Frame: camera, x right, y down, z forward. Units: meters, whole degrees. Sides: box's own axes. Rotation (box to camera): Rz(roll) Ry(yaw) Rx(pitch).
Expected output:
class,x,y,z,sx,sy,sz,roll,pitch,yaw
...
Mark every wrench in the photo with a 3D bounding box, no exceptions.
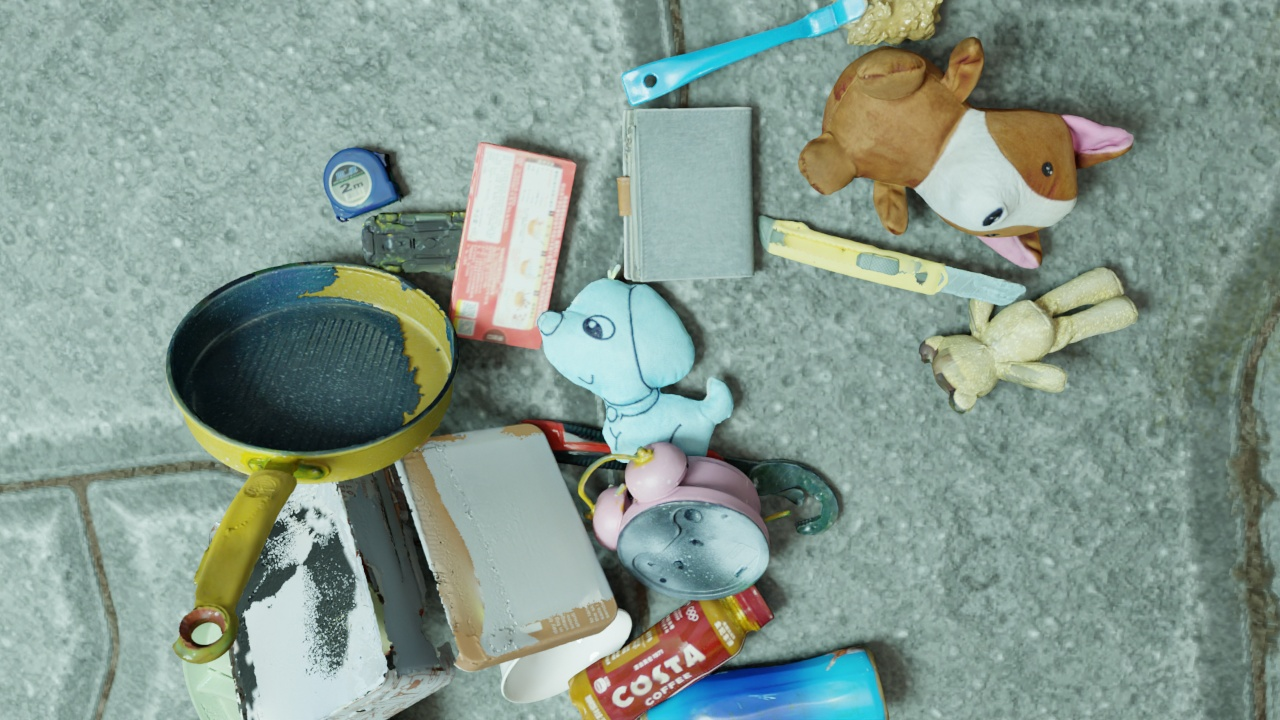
class,x,y,z,sx,sy,sz,roll,pitch,yaw
wrench,0.030,0.089,0.757,0.273,0.016,0.056,14,100,3

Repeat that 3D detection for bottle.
class,x,y,z,sx,sy,sz,roll,pitch,yaw
bottle,0.027,0.241,0.754,0.175,0.057,0.057,-32,95,-2
bottle,0.090,0.287,0.759,0.219,0.065,0.065,-13,98,8

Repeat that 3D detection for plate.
class,x,y,z,sx,sy,sz,roll,pitch,yaw
plate,-0.301,0.303,0.784,0.230,0.027,0.230,11,116,24

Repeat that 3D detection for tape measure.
class,x,y,z,sx,sy,sz,roll,pitch,yaw
tape measure,-0.226,-0.144,0.740,0.058,0.025,0.054,-19,95,5

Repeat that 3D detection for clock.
class,x,y,z,sx,sy,sz,roll,pitch,yaw
clock,0.026,0.122,0.717,0.158,0.059,0.117,26,128,-14

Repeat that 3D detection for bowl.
class,x,y,z,sx,sy,sz,roll,pitch,yaw
bowl,-0.073,0.219,0.758,0.118,0.118,0.064,-45,55,11

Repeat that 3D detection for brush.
class,x,y,z,sx,sy,sz,roll,pitch,yaw
brush,0.108,-0.243,0.672,0.255,0.046,0.083,-20,101,3

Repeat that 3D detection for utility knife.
class,x,y,z,sx,sy,sz,roll,pitch,yaw
utility knife,0.186,-0.074,0.700,0.205,0.021,0.031,15,108,10

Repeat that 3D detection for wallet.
class,x,y,z,sx,sy,sz,roll,pitch,yaw
wallet,0.035,-0.127,0.706,0.106,0.037,0.130,-3,98,-10

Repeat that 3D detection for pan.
class,x,y,z,sx,sy,sz,roll,pitch,yaw
pan,-0.227,0.046,0.596,0.197,0.356,0.078,5,134,-7

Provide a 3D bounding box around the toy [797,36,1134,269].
class,x,y,z,sx,sy,sz,roll,pitch,yaw
toy,0.224,-0.144,0.647,0.199,0.130,0.140,23,134,-8

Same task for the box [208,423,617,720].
class,x,y,z,sx,sy,sz,roll,pitch,yaw
box,-0.167,0.151,0.664,0.270,0.134,0.179,-20,64,-11

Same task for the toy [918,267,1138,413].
class,x,y,z,sx,sy,sz,roll,pitch,yaw
toy,0.294,-0.019,0.693,0.157,0.066,0.105,-26,63,6

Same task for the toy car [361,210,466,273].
class,x,y,z,sx,sy,sz,roll,pitch,yaw
toy car,-0.170,-0.096,0.739,0.105,0.032,0.048,-2,105,-4

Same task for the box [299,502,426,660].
class,x,y,z,sx,sy,sz,roll,pitch,yaw
box,-0.267,0.180,0.774,0.091,0.076,0.168,-32,94,10

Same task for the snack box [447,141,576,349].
class,x,y,z,sx,sy,sz,roll,pitch,yaw
snack box,-0.103,-0.089,0.724,0.075,0.025,0.153,8,102,-18

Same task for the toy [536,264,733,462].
class,x,y,z,sx,sy,sz,roll,pitch,yaw
toy,-0.004,0.004,0.727,0.161,0.050,0.156,5,91,-2
